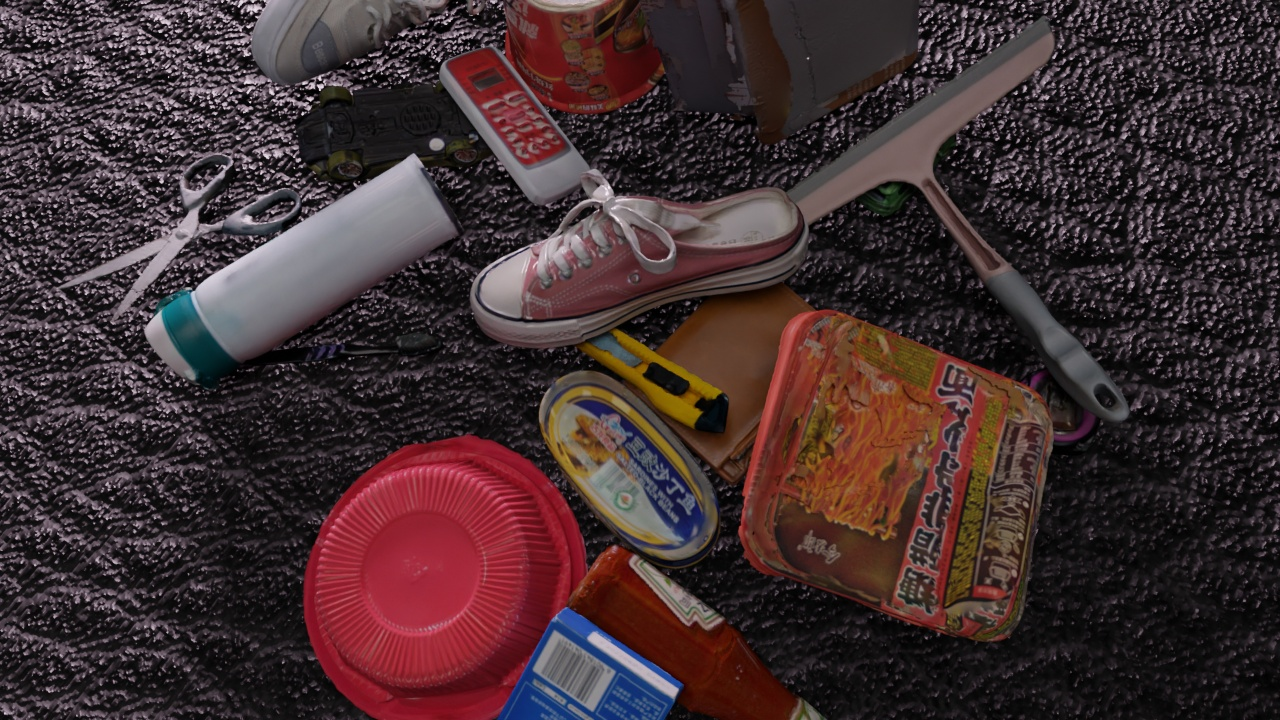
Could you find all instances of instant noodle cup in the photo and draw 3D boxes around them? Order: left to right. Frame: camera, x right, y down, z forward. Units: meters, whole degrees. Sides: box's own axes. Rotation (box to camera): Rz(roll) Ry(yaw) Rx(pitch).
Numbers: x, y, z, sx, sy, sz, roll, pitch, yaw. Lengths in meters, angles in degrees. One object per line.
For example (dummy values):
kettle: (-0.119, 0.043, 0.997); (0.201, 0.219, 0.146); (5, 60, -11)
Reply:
instant noodle cup: (-0.133, 0.138, 0.590); (0.194, 0.066, 0.193); (-1, 72, 4)
instant noodle cup: (-0.046, -0.272, 0.688); (0.138, 0.109, 0.137); (-1, 73, 4)
instant noodle cup: (0.149, 0.072, 0.566); (0.188, 0.079, 0.164); (21, 74, -10)

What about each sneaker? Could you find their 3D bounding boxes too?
sneaker: (-0.187, -0.286, 0.719); (0.091, 0.090, 0.241); (39, 73, 10)
sneaker: (-0.011, -0.077, 0.614); (0.241, 0.088, 0.118); (-12, 53, 14)

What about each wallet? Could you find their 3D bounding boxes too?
wallet: (0.073, 0.009, 0.630); (0.130, 0.035, 0.119); (-44, 74, -8)

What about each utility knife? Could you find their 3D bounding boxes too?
utility knife: (-0.004, 0.004, 0.623); (0.165, 0.015, 0.033); (31, 74, 33)

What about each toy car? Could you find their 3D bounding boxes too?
toy car: (-0.180, -0.174, 0.701); (0.158, 0.042, 0.070); (-9, 71, -10)
toy car: (0.194, -0.147, 0.670); (0.043, 0.036, 0.091); (39, 75, 16)

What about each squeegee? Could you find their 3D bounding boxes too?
squeegee: (0.233, -0.061, 0.605); (0.248, 0.040, 0.249); (-33, 68, 7)

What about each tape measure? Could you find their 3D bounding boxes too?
tape measure: (0.272, 0.033, 0.605); (0.057, 0.039, 0.057); (5, 73, 6)

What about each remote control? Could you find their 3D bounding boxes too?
remote control: (-0.094, -0.179, 0.692); (0.055, 0.020, 0.136); (-31, 80, -31)

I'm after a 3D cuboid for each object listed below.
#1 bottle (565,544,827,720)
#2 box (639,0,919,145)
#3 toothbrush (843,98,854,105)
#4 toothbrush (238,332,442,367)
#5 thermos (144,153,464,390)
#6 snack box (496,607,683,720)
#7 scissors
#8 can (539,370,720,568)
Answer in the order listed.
bottle: (0.050, 0.193, 0.563); (0.206, 0.060, 0.059); (34, 78, 9)
box: (0.104, -0.252, 0.621); (0.181, 0.182, 0.153); (7, 76, 14)
toothbrush: (0.150, -0.288, 0.727); (0.016, 0.016, 0.190); (-4, 72, -4)
toothbrush: (-0.238, -0.006, 0.668); (0.189, 0.017, 0.014); (-5, 67, 4)
thermos: (-0.241, -0.064, 0.656); (0.224, 0.073, 0.073); (-33, 73, -8)
snack box: (-0.049, 0.236, 0.545); (0.084, 0.026, 0.157); (31, 99, 12)
scissors: (-0.331, -0.096, 0.673); (0.175, 0.014, 0.159); (-9, 53, -18)
can: (-0.007, 0.072, 0.609); (0.074, 0.049, 0.148); (-40, 74, -9)
